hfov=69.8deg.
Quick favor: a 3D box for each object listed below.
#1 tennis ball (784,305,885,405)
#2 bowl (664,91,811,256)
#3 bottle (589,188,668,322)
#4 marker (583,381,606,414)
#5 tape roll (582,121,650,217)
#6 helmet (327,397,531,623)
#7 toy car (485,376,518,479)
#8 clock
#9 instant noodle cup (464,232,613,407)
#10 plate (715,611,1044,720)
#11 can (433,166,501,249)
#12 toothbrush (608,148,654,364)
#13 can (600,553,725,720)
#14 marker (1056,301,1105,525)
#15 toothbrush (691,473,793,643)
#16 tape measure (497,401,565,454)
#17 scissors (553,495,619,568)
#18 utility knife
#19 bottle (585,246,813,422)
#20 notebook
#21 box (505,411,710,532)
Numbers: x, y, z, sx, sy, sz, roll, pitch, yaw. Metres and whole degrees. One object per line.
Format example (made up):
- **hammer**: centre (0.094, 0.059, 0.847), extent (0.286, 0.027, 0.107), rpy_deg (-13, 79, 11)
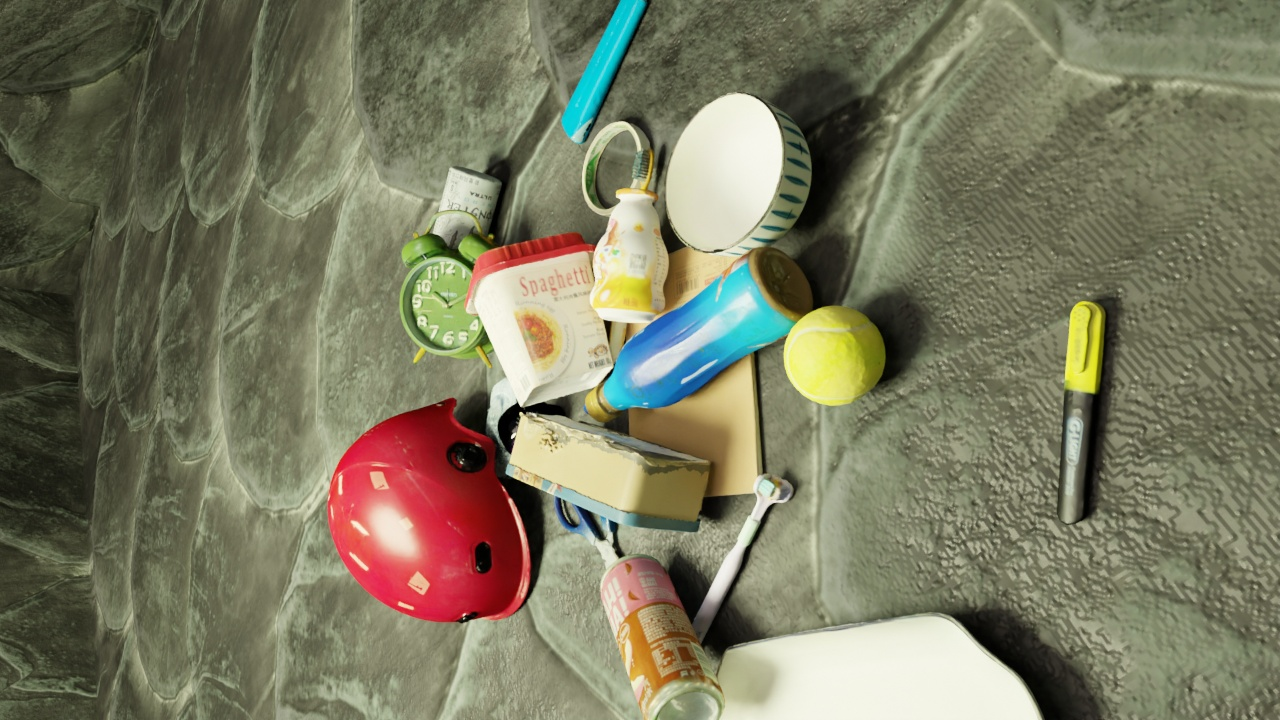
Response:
- **tennis ball**: centre (0.128, -0.003, 0.605), extent (0.066, 0.065, 0.065), rpy_deg (-9, 78, 48)
- **bowl**: centre (0.080, -0.131, 0.676), extent (0.117, 0.066, 0.116), rpy_deg (-9, 78, 47)
- **bottle**: centre (-0.007, -0.086, 0.763), extent (0.063, 0.063, 0.108), rpy_deg (2, 86, 49)
- **marker**: centre (-0.005, 0.005, 0.781), extent (0.146, 0.016, 0.017), rpy_deg (-44, 54, 38)
- **tape roll**: centre (-0.023, -0.175, 0.842), extent (0.086, 0.013, 0.085), rpy_deg (-8, 79, 48)
- **helmet**: centre (-0.227, 0.165, 0.921), extent (0.240, 0.143, 0.207), rpy_deg (44, 128, 38)
- **toy car**: centre (-0.136, 0.067, 0.928), extent (0.049, 0.031, 0.105), rpy_deg (-2, 83, 48)
- **clock**: centre (-0.191, -0.074, 0.949), extent (0.116, 0.056, 0.161), rpy_deg (3, 97, 18)
- **instant noodle cup**: centre (-0.085, -0.033, 0.815), extent (0.117, 0.116, 0.124), rpy_deg (135, 119, -67)
- **plate**: centre (0.141, 0.250, 0.578), extent (0.267, 0.034, 0.162), rpy_deg (-29, 64, 43)
- **can**: centre (-0.198, -0.135, 1.005), extent (0.058, 0.058, 0.147), rpy_deg (31, 108, 47)
- **toothbrush**: centre (-0.011, -0.091, 0.801), extent (0.016, 0.018, 0.191), rpy_deg (15, 97, 52)
- **can**: centre (0.013, 0.210, 0.683), extent (0.058, 0.058, 0.147), rpy_deg (-67, 24, 18)
- **marker**: centre (0.242, 0.029, 0.507), extent (0.018, 0.015, 0.124), rpy_deg (5, 90, 52)
- **toothbrush**: centre (0.064, 0.167, 0.692), extent (0.021, 0.029, 0.189), rpy_deg (-75, 8, -69)
- **tape measure**: centre (-0.105, 0.066, 0.871), extent (0.058, 0.057, 0.039), rpy_deg (-48, 52, 23)
- **scissors**: centre (-0.030, 0.152, 0.808), extent (0.163, 0.012, 0.161), rpy_deg (26, 105, 46)
- **utility knife**: centre (-0.025, -0.293, 0.857), extent (0.034, 0.018, 0.188), rpy_deg (45, 119, 29)
- **bottle**: centre (0.032, -0.008, 0.701), extent (0.219, 0.065, 0.065), rpy_deg (-34, 60, 40)
- **notebook**: centre (0.037, 0.009, 0.751), extent (0.148, 0.008, 0.207), rpy_deg (-15, 74, 48)
- **box**: centre (-0.025, 0.088, 0.737), extent (0.184, 0.089, 0.061), rpy_deg (15, 91, 50)
